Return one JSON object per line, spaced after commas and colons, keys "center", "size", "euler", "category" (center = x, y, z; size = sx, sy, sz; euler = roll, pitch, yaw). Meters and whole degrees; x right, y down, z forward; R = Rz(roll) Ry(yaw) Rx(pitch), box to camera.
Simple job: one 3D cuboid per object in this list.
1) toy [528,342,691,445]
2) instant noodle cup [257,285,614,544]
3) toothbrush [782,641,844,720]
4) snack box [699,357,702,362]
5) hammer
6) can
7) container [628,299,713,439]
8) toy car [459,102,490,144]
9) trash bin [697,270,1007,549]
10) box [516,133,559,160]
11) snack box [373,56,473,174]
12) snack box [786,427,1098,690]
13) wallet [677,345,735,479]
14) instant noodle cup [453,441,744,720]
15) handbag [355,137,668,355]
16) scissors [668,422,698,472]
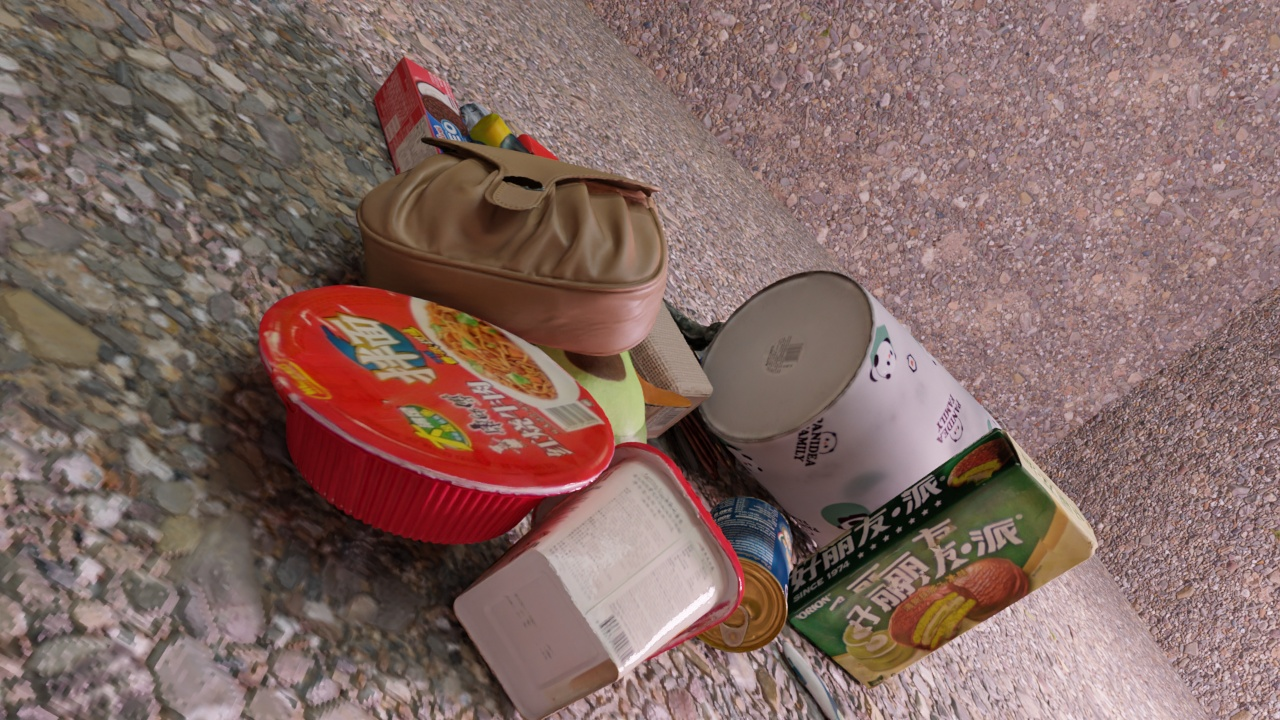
{"center": [-0.052, 0.014, 0.667], "size": [0.226, 0.090, 0.246], "euler": [22, 41, -37], "category": "toy"}
{"center": [-0.112, 0.034, 0.491], "size": [0.194, 0.066, 0.193], "euler": [22, 20, -9], "category": "instant noodle cup"}
{"center": [0.172, 0.300, 0.713], "size": [0.191, 0.018, 0.016], "euler": [54, 20, 16], "category": "toothbrush"}
{"center": [0.125, 0.032, 1.119], "size": [0.084, 0.026, 0.157], "euler": [54, 20, 17], "category": "snack box"}
{"center": [-0.042, -0.115, 0.902], "size": [0.323, 0.031, 0.126], "euler": [43, -21, -28], "category": "hammer"}
{"center": [0.075, 0.157, 0.694], "size": [0.075, 0.075, 0.111], "euler": [47, 19, -4], "category": "can"}
{"center": [-0.005, 0.005, 0.804], "size": [0.111, 0.090, 0.089], "euler": [58, 21, 18], "category": "container"}
{"center": [-0.171, -0.249, 1.024], "size": [0.090, 0.034, 0.043], "euler": [55, 17, 17], "category": "toy car"}
{"center": [0.197, 0.061, 0.874], "size": [0.252, 0.230, 0.229], "euler": [41, 20, -34], "category": "trash bin"}
{"center": [-0.071, -0.161, 1.056], "size": [0.157, 0.038, 0.201], "euler": [27, 28, -51], "category": "box"}
{"center": [-0.190, -0.192, 0.834], "size": [0.057, 0.058, 0.207], "euler": [24, 30, -43], "category": "snack box"}
{"center": [0.248, 0.173, 0.783], "size": [0.114, 0.241, 0.063], "euler": [43, 22, -17], "category": "snack box"}
{"center": [0.060, 0.048, 0.903], "size": [0.101, 0.032, 0.124], "euler": [59, 15, -14], "category": "wallet"}
{"center": [-0.024, 0.123, 0.502], "size": [0.116, 0.117, 0.124], "euler": [56, 31, 6], "category": "instant noodle cup"}
{"center": [-0.080, -0.086, 0.617], "size": [0.204, 0.100, 0.147], "euler": [12, 44, 2], "category": "handbag"}
{"center": [0.015, 0.031, 0.883], "size": [0.139, 0.019, 0.179], "euler": [42, 24, -48], "category": "scissors"}
